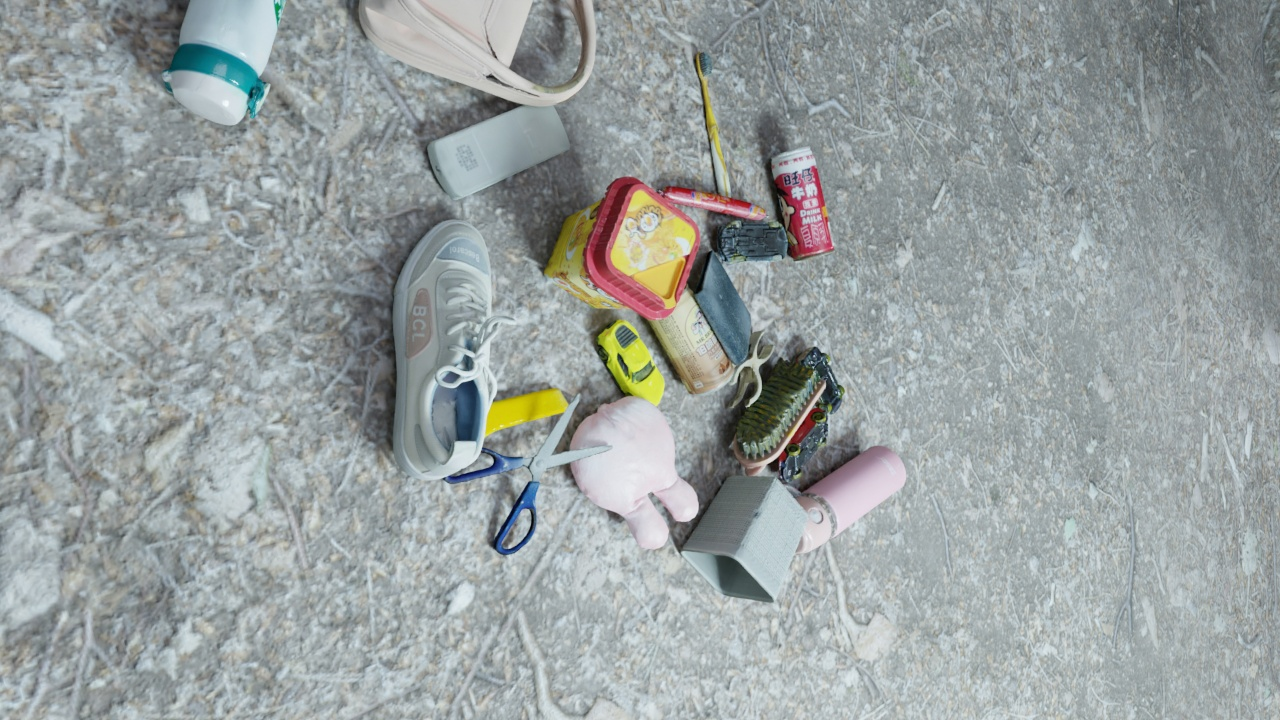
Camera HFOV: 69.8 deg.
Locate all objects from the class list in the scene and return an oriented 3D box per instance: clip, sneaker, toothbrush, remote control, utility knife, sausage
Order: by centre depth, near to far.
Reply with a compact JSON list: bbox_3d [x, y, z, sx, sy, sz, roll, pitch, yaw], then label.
[{"bbox_3d":[-0.165,-0.018,0.808,0.089,0.091,0.242,14,71,-36],"label":"sneaker"},{"bbox_3d":[-0.134,0.054,0.883,0.153,0.015,0.033,-12,95,-38],"label":"utility knife"},{"bbox_3d":[-0.136,-0.207,0.892,0.149,0.021,0.058,-33,106,-34],"label":"remote control"},{"bbox_3d":[0.086,-0.181,1.053,0.155,0.020,0.020,6,84,-30],"label":"sausage"},{"bbox_3d":[0.089,-0.264,1.069,0.016,0.018,0.191,-14,96,-35],"label":"toothbrush"},{"bbox_3d":[0.131,0.021,1.080,0.104,0.035,0.084,-36,106,-42],"label":"clip"}]

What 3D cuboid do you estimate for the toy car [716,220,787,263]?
[{"bbox_3d":[0.132,-0.140,1.087,0.105,0.031,0.049,-6,94,-37],"label":"toy car"}]

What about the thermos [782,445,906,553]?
[{"bbox_3d":[0.240,0.165,1.140,0.198,0.067,0.087,-24,70,-34],"label":"thermos"}]

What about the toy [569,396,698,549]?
[{"bbox_3d":[-0.005,0.116,0.953,0.121,0.054,0.159,-36,103,-26],"label":"toy"}]

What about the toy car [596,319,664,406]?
[{"bbox_3d":[-0.006,0.006,0.975,0.048,0.032,0.105,-42,114,-32],"label":"toy car"}]

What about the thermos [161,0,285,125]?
[{"bbox_3d":[-0.313,-0.299,0.732,0.073,0.073,0.224,19,76,-35],"label":"thermos"}]

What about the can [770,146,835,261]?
[{"bbox_3d":[0.199,-0.192,1.128,0.053,0.053,0.133,-21,100,-36],"label":"can"}]

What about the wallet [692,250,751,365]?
[{"bbox_3d":[0.094,-0.062,1.029,0.097,0.019,0.120,58,24,-20],"label":"wallet"}]

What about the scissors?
[{"bbox_3d":[-0.109,0.108,0.879,0.162,0.012,0.175,12,93,-24],"label":"scissors"}]

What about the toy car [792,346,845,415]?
[{"bbox_3d":[0.223,0.027,1.147,0.042,0.035,0.090,-43,113,-29],"label":"toy car"}]

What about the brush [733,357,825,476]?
[{"bbox_3d":[0.159,0.070,1.083,0.145,0.063,0.073,-53,147,-25],"label":"brush"}]

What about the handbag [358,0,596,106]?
[{"bbox_3d":[-0.131,-0.339,0.865,0.234,0.094,0.193,28,70,-36],"label":"handbag"}]

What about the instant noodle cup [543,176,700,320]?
[{"bbox_3d":[-0.024,-0.105,0.908,0.116,0.124,0.116,31,70,-33],"label":"instant noodle cup"}]

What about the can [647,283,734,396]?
[{"bbox_3d":[0.054,-0.022,1.004,0.058,0.059,0.116,-42,112,-31],"label":"can"}]

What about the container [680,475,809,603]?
[{"bbox_3d":[0.121,0.195,1.029,0.090,0.090,0.114,49,57,-26],"label":"container"}]

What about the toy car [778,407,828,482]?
[{"bbox_3d":[0.196,0.103,1.120,0.106,0.031,0.049,-46,139,-33],"label":"toy car"}]
